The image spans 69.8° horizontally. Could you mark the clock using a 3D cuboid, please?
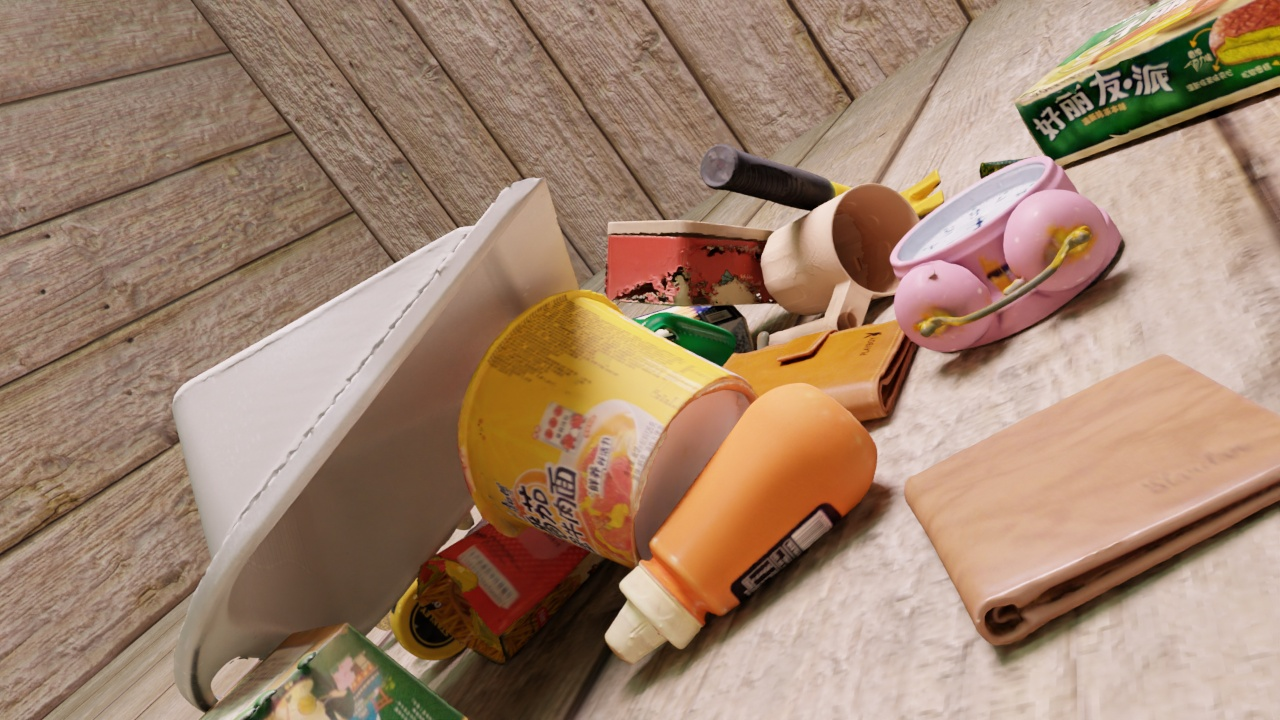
[{"bbox_3d":[0.195,-0.055,0.503,0.117,0.060,0.158,-32,12,27],"label":"clock"}]

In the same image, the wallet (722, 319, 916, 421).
[{"bbox_3d":[0.099,0.012,0.563,0.131,0.035,0.118,-14,22,33],"label":"wallet"}]

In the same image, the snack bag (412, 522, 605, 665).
[{"bbox_3d":[-0.046,0.096,0.598,0.129,0.073,0.207,-2,31,48],"label":"snack bag"}]

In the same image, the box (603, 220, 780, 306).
[{"bbox_3d":[0.054,-0.071,0.764,0.091,0.080,0.168,7,8,40],"label":"box"}]

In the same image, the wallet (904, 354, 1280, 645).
[{"bbox_3d":[0.153,0.041,0.315,0.115,0.020,0.101,-32,12,10],"label":"wallet"}]

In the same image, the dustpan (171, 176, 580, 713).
[{"bbox_3d":[-0.122,0.065,0.486,0.257,0.142,0.223,-25,-20,-4],"label":"dustpan"}]

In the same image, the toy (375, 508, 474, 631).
[{"bbox_3d":[-0.171,0.140,0.720,0.066,0.105,0.157,37,106,45],"label":"toy"}]

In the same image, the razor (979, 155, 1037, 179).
[{"bbox_3d":[0.272,-0.125,0.659,0.043,0.028,0.132,0,18,15],"label":"razor"}]

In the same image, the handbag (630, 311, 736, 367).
[{"bbox_3d":[-0.004,0.004,0.679,0.132,0.120,0.068,2,78,43],"label":"handbag"}]

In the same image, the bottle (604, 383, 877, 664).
[{"bbox_3d":[0.041,0.079,0.420,0.149,0.067,0.067,-45,11,-7],"label":"bottle"}]

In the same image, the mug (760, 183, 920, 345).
[{"bbox_3d":[0.146,-0.063,0.704,0.104,0.084,0.124,-18,47,66],"label":"mug"}]

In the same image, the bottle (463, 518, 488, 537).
[{"bbox_3d":[-0.112,0.139,0.707,0.080,0.044,0.194,-39,7,41],"label":"bottle"}]

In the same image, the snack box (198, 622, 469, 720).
[{"bbox_3d":[-0.142,0.183,0.410,0.118,0.105,0.118,-26,13,49],"label":"snack box"}]

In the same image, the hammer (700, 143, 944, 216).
[{"bbox_3d":[0.146,-0.135,0.745,0.129,0.033,0.300,-15,-8,38],"label":"hammer"}]

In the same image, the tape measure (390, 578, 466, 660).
[{"bbox_3d":[-0.137,0.168,0.610,0.057,0.060,0.029,-46,14,-22],"label":"tape measure"}]

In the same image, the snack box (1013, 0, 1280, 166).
[{"bbox_3d":[0.374,-0.208,0.592,0.114,0.063,0.240,-39,9,-20],"label":"snack box"}]

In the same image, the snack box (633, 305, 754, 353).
[{"bbox_3d":[0.003,-0.008,0.847,0.182,0.046,0.177,-17,11,2],"label":"snack box"}]

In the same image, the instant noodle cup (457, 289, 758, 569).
[{"bbox_3d":[-0.009,0.043,0.484,0.110,0.138,0.137,23,51,35],"label":"instant noodle cup"}]
